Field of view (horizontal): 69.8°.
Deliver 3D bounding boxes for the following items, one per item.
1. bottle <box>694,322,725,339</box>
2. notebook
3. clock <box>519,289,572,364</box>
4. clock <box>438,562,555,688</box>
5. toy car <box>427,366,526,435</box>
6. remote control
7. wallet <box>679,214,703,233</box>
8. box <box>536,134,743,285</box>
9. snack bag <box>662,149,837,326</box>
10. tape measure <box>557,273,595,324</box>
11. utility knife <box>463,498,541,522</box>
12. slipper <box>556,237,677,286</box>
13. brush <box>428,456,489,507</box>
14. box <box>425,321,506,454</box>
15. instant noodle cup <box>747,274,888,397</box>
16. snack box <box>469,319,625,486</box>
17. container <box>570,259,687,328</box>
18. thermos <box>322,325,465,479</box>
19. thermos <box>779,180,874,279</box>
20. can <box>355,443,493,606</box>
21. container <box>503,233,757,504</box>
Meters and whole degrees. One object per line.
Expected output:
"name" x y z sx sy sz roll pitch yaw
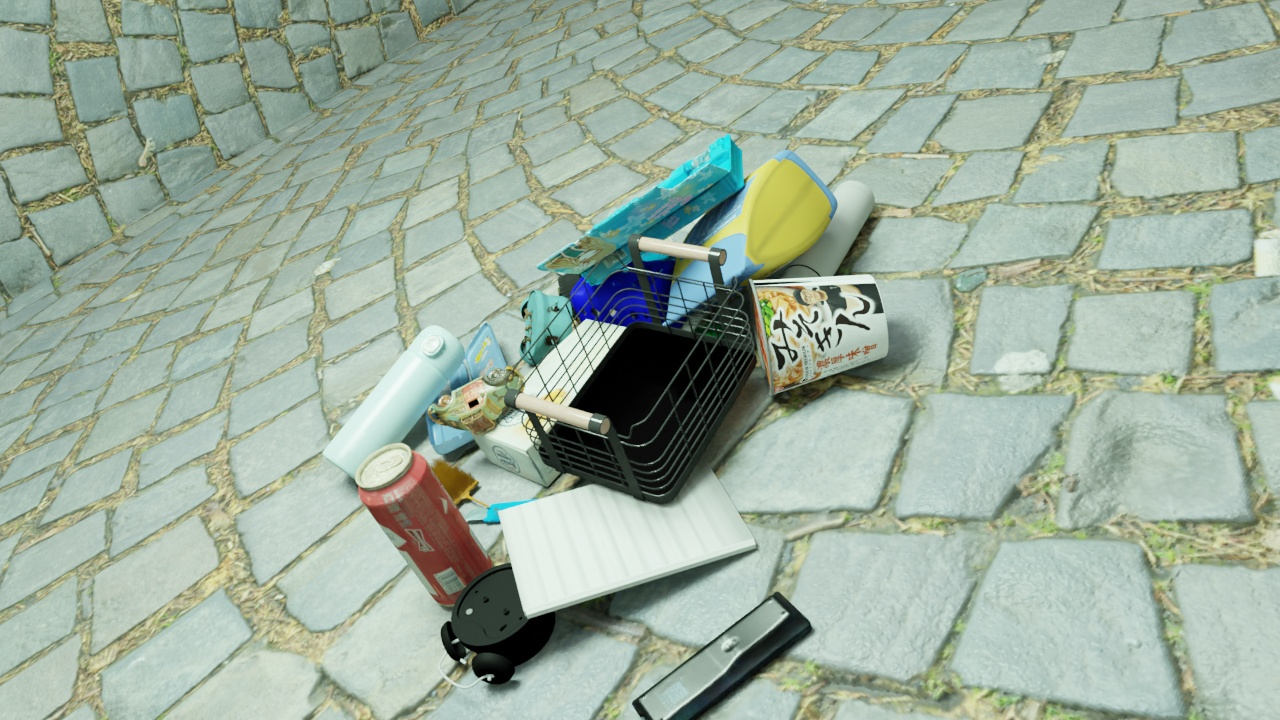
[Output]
"bottle" 0.073 0.006 1.009 0.043 0.043 0.110 -11 37 19
"notebook" -0.017 0.156 0.848 0.209 0.009 0.142 -15 32 -10
"clock" -0.122 -0.040 1.149 0.053 0.090 0.124 3 -4 -17
"clock" -0.129 0.238 0.819 0.091 0.042 0.120 14 49 43
"toy car" -0.175 0.051 0.996 0.112 0.047 0.047 -28 55 7
"remote control" 0.063 0.236 0.721 0.150 0.022 0.047 -34 35 -13
"wallet" 0.101 -0.173 1.210 0.115 0.037 0.118 -11 30 -18
"box" 0.009 -0.161 1.044 0.228 0.071 0.181 -30 10 27
"snack bag" 0.110 -0.122 1.039 0.204 0.102 0.159 -51 11 -35
"tape measure" -0.086 -0.085 1.213 0.038 0.063 0.067 -21 35 6
"utility knife" -0.110 0.154 0.947 0.175 0.015 0.031 -10 32 23
"slipper" -0.022 -0.142 1.255 0.295 0.060 0.118 15 54 44
"brush" -0.207 0.140 1.016 0.126 0.017 0.048 13 48 47
"box" -0.215 0.033 1.145 0.127 0.034 0.209 -39 30 3
"instant noodle cup" 0.182 -0.034 0.940 0.122 0.124 0.123 -11 35 4
"snack box" -0.083 0.042 1.044 0.104 0.057 0.207 13 49 44
"container" -0.009 -0.073 1.131 0.114 0.084 0.084 6 46 35
"thermos" -0.295 0.050 1.115 0.065 0.078 0.206 33 73 10
"thermos" 0.220 -0.134 1.098 0.052 0.052 0.223 4 43 36
"can" -0.200 0.156 0.860 0.067 0.170 0.067 -15 35 11
"container" -0.005 0.005 0.904 0.163 0.130 0.240 14 53 31
